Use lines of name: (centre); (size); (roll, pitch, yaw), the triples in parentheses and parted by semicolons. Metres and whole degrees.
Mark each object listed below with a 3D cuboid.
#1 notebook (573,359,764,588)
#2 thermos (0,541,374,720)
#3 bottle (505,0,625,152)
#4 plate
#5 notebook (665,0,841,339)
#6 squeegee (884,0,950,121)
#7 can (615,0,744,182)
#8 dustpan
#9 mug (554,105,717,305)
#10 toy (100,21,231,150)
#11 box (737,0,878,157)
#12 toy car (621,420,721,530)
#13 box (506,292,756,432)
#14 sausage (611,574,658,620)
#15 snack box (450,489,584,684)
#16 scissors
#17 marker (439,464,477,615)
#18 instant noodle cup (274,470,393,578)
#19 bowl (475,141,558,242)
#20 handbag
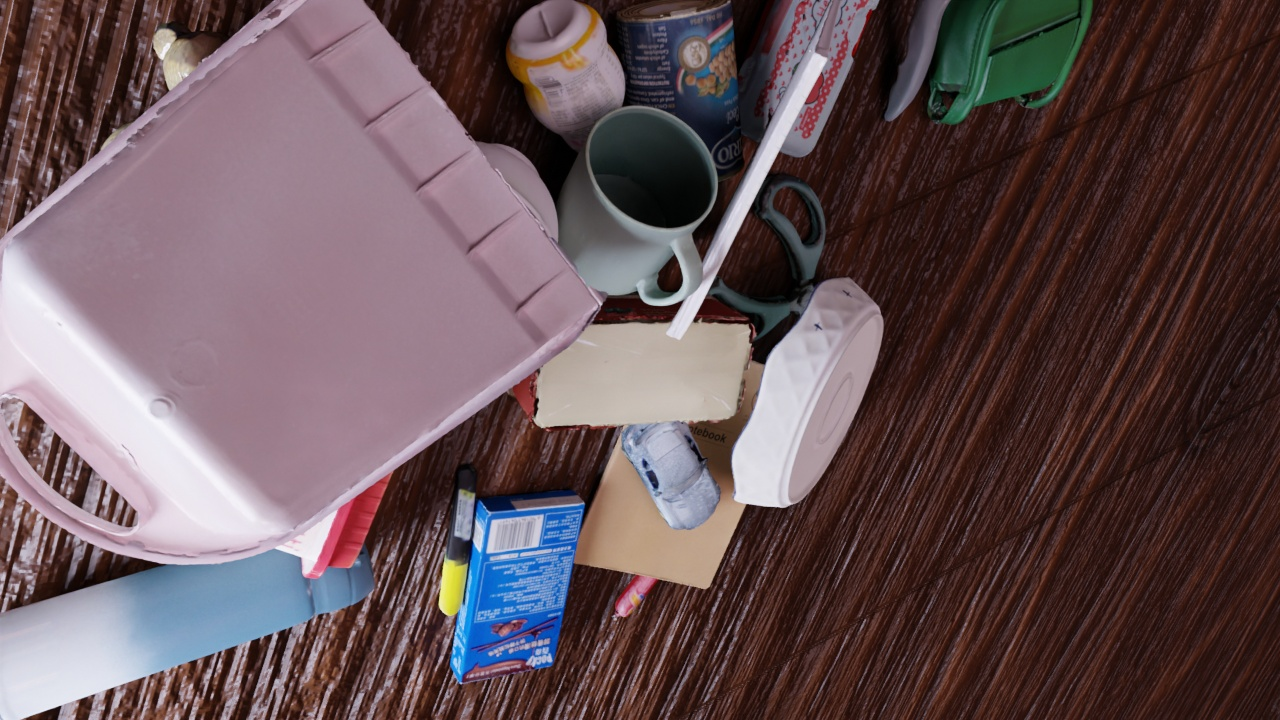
notebook: (0.040, 0.090, 0.773); (0.147, 0.008, 0.208); (19, 99, -30)
thermos: (-0.280, 0.156, 0.578); (0.220, 0.070, 0.070); (-14, 119, -28)
bottle: (-0.040, -0.169, 0.578); (0.063, 0.063, 0.108); (-42, 142, -10)
plate: (0.141, 0.031, 0.747); (0.204, 0.045, 0.205); (-46, 151, -35)
notebook: (0.076, -0.129, 0.591); (0.012, 0.150, 0.210); (25, 131, -1)
squeegee: (0.214, -0.284, 0.669); (0.245, 0.039, 0.247); (-51, 151, -40)
can: (0.027, -0.180, 0.608); (0.075, 0.075, 0.111); (-23, 122, -23)
dustpan: (-0.197, -0.027, 0.474); (0.272, 0.139, 0.222); (-44, 106, -28)
mug: (-0.002, -0.083, 0.575); (0.082, 0.107, 0.111); (-28, 81, -28)
toy: (-0.230, -0.097, 0.495); (0.105, 0.066, 0.157); (15, 113, 6)
box: (0.126, -0.250, 0.656); (0.087, 0.048, 0.201); (13, 106, -36)
toy car: (0.027, 0.090, 0.742); (0.054, 0.037, 0.121); (-34, 122, -11)
box: (-0.004, 0.004, 0.663); (0.168, 0.079, 0.091); (-2, 113, -25)
sausage: (0.024, 0.167, 0.810); (0.020, 0.020, 0.156); (37, 90, -39)
snack box: (-0.099, 0.179, 0.730); (0.084, 0.026, 0.157); (0, 112, -33)
scissors: (0.119, -0.080, 0.753); (0.173, 0.019, 0.178); (2, 110, -32)
marker: (-0.138, 0.136, 0.693); (0.018, 0.015, 0.124); (-1, 110, -34)
instant noodle cup: (-0.219, 0.051, 0.544); (0.124, 0.116, 0.116); (21, 100, -25)
bowl: (-0.096, -0.095, 0.565); (0.118, 0.118, 0.064); (56, 42, -37)
handbag: (0.297, -0.261, 0.757); (0.131, 0.068, 0.120); (-18, 128, -27)
